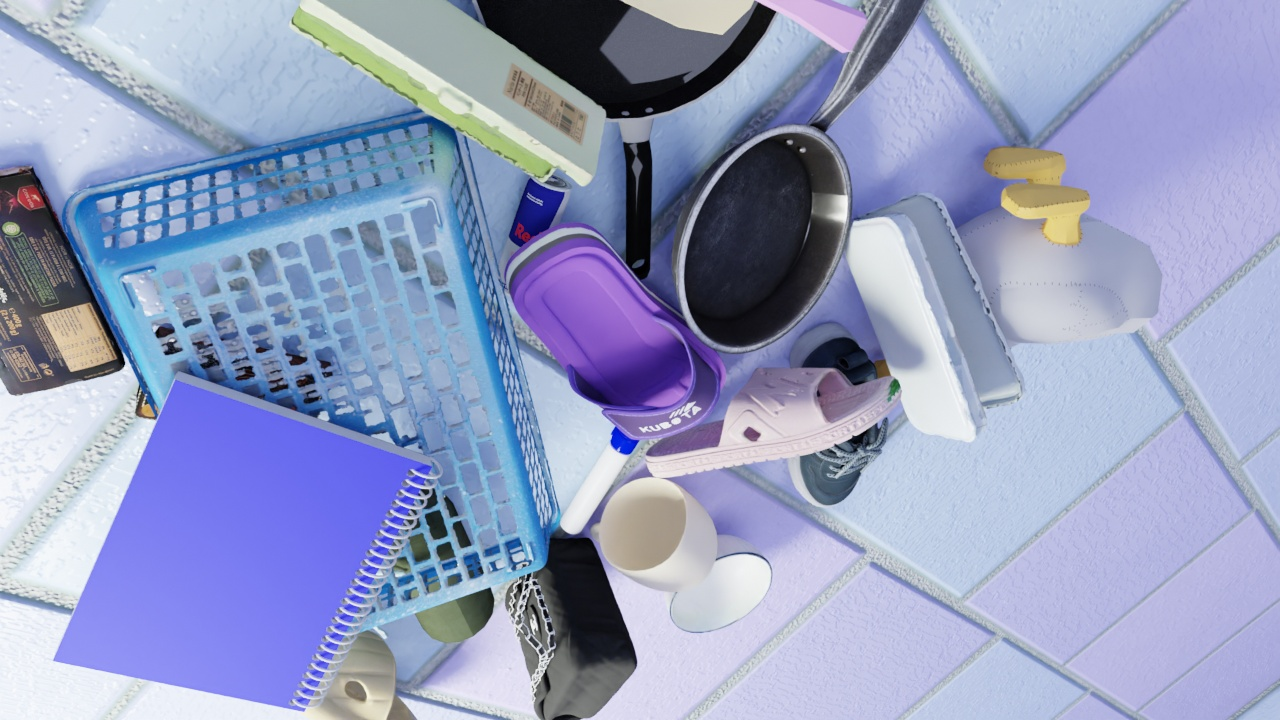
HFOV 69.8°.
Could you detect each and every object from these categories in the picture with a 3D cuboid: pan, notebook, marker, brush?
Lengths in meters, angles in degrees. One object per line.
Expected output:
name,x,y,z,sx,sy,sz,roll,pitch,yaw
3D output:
pan,0.134,-0.169,0.710,0.187,0.055,0.357,15,104,-45
notebook,-0.251,0.128,0.596,0.171,0.022,0.209,23,104,-25
marker,-0.036,0.107,0.858,0.023,0.027,0.133,15,119,-33
brush,0.061,-0.244,0.579,0.228,0.043,0.089,13,117,-30
pan,-0.004,-0.213,0.625,0.225,0.034,0.357,-12,129,-17

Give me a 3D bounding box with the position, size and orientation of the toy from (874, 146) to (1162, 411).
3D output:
toy,0.343,-0.052,0.837,0.247,0.140,0.268,0,127,7

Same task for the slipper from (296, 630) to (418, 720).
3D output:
slipper,-0.265,0.289,0.848,0.079,0.111,0.261,-47,138,-16

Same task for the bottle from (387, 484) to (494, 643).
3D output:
bottle,-0.186,0.161,0.797,0.071,0.071,0.207,-21,131,-10

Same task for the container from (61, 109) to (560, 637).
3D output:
container,-0.200,0.036,0.637,0.257,0.089,0.363,-17,118,-12

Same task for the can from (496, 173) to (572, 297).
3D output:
can,-0.081,-0.092,0.681,0.032,0.032,0.095,7,121,-30

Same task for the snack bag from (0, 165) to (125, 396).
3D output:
snack bag,-0.392,-0.046,0.580,0.074,0.018,0.155,-14,129,-15

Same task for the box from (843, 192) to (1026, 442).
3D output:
box,0.231,-0.028,0.783,0.123,0.083,0.215,-21,103,42

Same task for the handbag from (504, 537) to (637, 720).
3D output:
handbag,-0.088,0.257,0.863,0.114,0.153,0.125,4,127,-32

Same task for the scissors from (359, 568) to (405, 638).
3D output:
scissors,-0.281,0.179,0.766,0.171,0.024,0.160,-8,111,6

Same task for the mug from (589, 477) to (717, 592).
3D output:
mug,0.014,0.176,0.894,0.120,0.096,0.100,-7,149,28

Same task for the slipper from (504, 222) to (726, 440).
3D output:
slipper,-0.004,0.004,0.724,0.107,0.084,0.266,-33,142,9

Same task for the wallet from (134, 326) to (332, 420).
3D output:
wallet,-0.296,0.019,0.673,0.123,0.019,0.072,13,121,-32

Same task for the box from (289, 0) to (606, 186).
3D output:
box,-0.119,-0.168,0.559,0.188,0.091,0.084,30,142,-25

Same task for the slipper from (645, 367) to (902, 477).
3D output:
slipper,0.104,0.045,0.802,0.240,0.094,0.064,-18,101,28

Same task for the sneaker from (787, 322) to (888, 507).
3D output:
sneaker,0.198,0.070,0.898,0.089,0.087,0.236,-21,130,-10

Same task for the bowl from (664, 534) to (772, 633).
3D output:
bowl,0.074,0.226,0.975,0.118,0.062,0.118,-13,129,-17
